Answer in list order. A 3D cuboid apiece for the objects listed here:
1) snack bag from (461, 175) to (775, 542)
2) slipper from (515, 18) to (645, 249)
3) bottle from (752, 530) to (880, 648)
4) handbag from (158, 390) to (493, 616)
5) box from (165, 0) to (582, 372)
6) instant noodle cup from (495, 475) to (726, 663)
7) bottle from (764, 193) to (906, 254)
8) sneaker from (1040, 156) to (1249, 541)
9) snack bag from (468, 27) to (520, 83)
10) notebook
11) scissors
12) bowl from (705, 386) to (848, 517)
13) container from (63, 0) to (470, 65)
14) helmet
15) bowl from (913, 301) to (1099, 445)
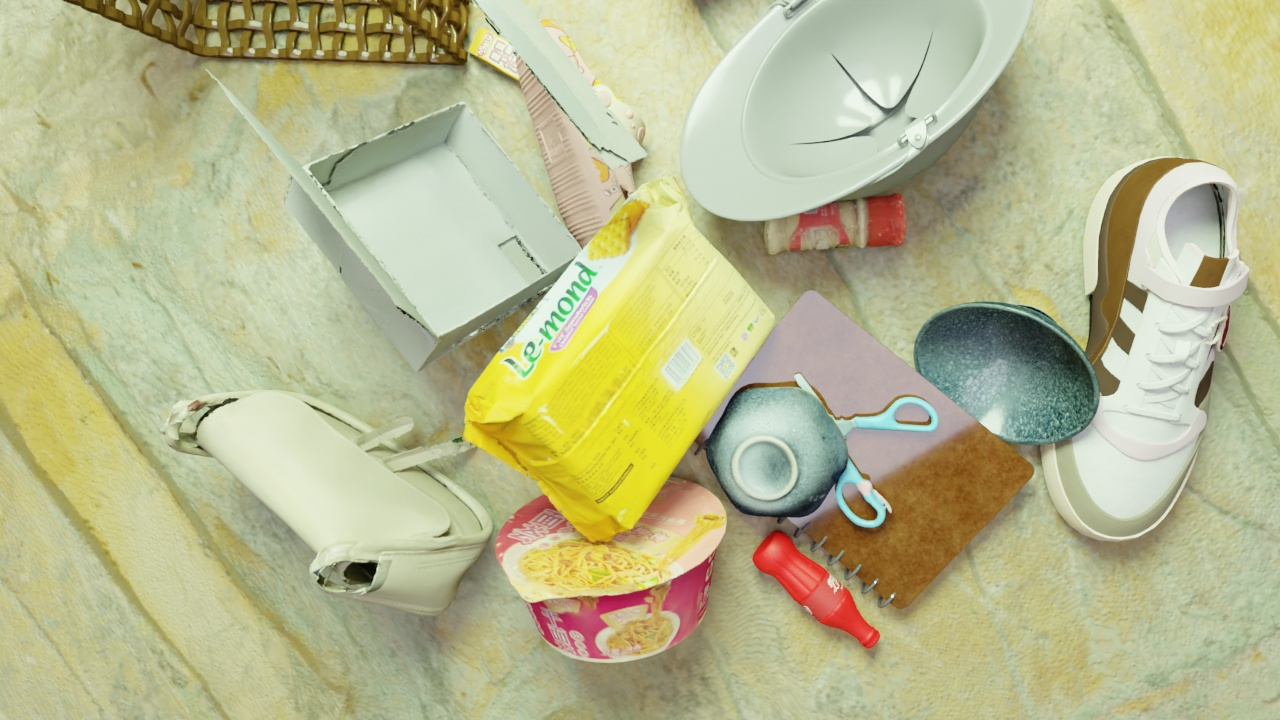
[{"bbox_3d":[-0.004,0.004,0.668,0.159,0.068,0.246,48,68,-30],"label":"snack bag"},{"bbox_3d":[-0.032,-0.175,0.724,0.081,0.093,0.197,-25,104,-20],"label":"slipper"},{"bbox_3d":[0.146,0.190,0.751,0.119,0.036,0.036,41,99,3],"label":"bottle"},{"bbox_3d":[-0.233,0.091,0.736,0.229,0.184,0.132,33,96,21],"label":"handbag"},{"bbox_3d":[-0.156,-0.105,0.619,0.165,0.330,0.167,-39,89,0],"label":"box"},{"bbox_3d":[-0.018,0.162,0.715,0.179,0.178,0.078,-4,110,8],"label":"instant noodle cup"},{"bbox_3d":[0.152,-0.107,0.725,0.109,0.044,0.044,-3,94,9],"label":"bottle"},{"bbox_3d":[0.377,-0.002,0.662,0.112,0.116,0.294,11,96,7],"label":"sneaker"},{"bbox_3d":[-0.097,-0.244,0.760,0.099,0.020,0.026,31,97,4],"label":"snack bag"},{"bbox_3d":[0.170,0.075,0.739,0.225,0.024,0.168,39,103,3],"label":"notebook"},{"bbox_3d":[0.173,0.059,0.718,0.130,0.015,0.135,-32,93,13],"label":"scissors"},{"bbox_3d":[0.100,0.076,0.706,0.110,0.055,0.110,3,99,17],"label":"bowl"},{"bbox_3d":[-0.274,-0.357,0.675,0.252,0.219,0.214,4,95,8],"label":"container"},{"bbox_3d":[0.167,-0.187,0.684,0.271,0.117,0.183,-37,58,14],"label":"helmet"},{"bbox_3d":[0.283,-0.005,0.696,0.137,0.137,0.057,40,59,3],"label":"bowl"}]
